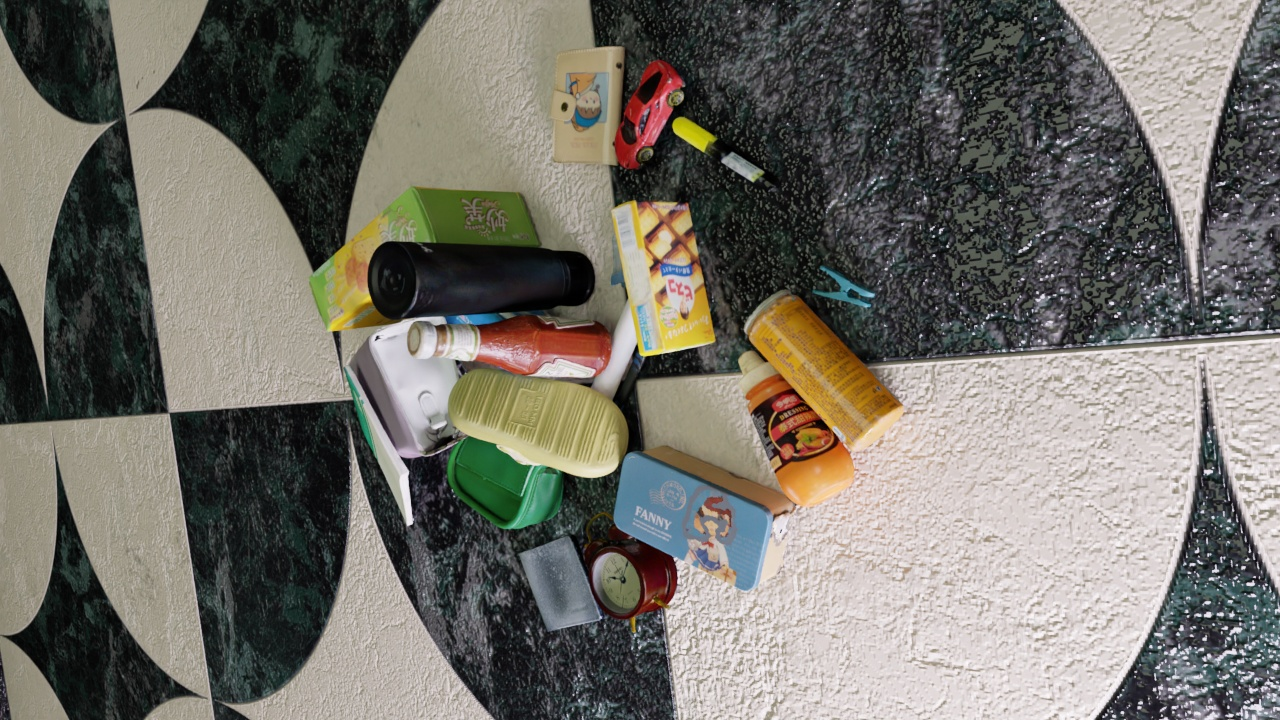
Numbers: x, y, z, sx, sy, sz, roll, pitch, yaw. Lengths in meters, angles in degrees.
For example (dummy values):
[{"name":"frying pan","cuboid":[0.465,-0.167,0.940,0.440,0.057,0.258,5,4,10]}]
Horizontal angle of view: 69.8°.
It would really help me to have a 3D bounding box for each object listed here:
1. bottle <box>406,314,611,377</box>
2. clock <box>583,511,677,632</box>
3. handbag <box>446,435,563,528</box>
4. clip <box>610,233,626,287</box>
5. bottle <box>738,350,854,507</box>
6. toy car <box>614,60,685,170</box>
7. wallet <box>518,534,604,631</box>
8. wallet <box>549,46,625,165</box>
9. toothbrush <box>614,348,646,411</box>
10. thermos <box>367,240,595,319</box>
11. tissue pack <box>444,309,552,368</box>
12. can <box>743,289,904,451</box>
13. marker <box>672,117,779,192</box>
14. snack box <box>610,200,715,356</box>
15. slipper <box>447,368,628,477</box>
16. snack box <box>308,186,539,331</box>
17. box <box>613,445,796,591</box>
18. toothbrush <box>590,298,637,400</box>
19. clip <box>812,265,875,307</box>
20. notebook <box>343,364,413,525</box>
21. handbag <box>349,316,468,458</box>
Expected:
[{"name":"bottle","cuboid":[-0.122,-0.015,0.877,0.060,0.205,0.059,-3,86,51]},{"name":"clock","cuboid":[-0.015,0.212,0.947,0.082,0.055,0.122,-44,69,33]},{"name":"handbag","cuboid":[-0.145,0.119,1.031,0.131,0.067,0.120,31,106,31]},{"name":"clip","cuboid":[-0.017,-0.103,0.927,0.027,0.045,0.058,-6,84,40]},{"name":"bottle","cuboid":[0.130,0.055,0.817,0.067,0.066,0.149,-43,64,33]},{"name":"toy car","cuboid":[0.004,-0.233,0.877,0.106,0.031,0.049,-60,41,29]},{"name":"wallet","cuboid":[-0.088,0.247,1.016,0.121,0.019,0.097,-30,80,51]},{"name":"wallet","cuboid":[-0.056,-0.258,0.933,0.087,0.024,0.115,10,104,31]},{"name":"toothbrush","cuboid":[-0.006,0.006,0.936,0.014,0.016,0.190,40,119,30]},{"name":"thermos","cuboid":[-0.152,-0.078,0.891,0.090,0.242,0.068,9,99,35]},{"name":"tissue pack","cuboid":[-0.147,-0.043,0.987,0.157,0.094,0.052,37,115,30]},{"name":"can","cuboid":[0.156,0.008,0.787,0.146,0.058,0.058,50,122,21]},{"name":"marker","cuboid":[0.079,-0.190,0.847,0.124,0.015,0.018,39,112,23]},{"name":"snack box","cuboid":[0.022,-0.078,0.858,0.034,0.086,0.140,-9,91,38]},{"name":"slipper","cuboid":[-0.104,0.066,0.946,0.190,0.082,0.091,17,67,7]},{"name":"snack box","cuboid":[-0.238,-0.108,1.005,0.211,0.157,0.070,-28,80,36]},{"name":"box","cuboid":[0.054,0.145,0.884,0.184,0.059,0.090,17,106,33]},{"name":"toothbrush","cuboid":[-0.033,0.017,0.952,0.026,0.026,0.221,23,114,-2]},{"name":"clip","cuboid":[0.176,-0.062,0.791,0.056,0.013,0.039,25,111,31]},{"name":"notebook","cuboid":[-0.315,0.108,1.117,0.150,0.012,0.210,58,158,16]},{"name":"handbag","cuboid":[-0.255,0.036,1.037,0.197,0.098,0.145,-19,88,66]}]
